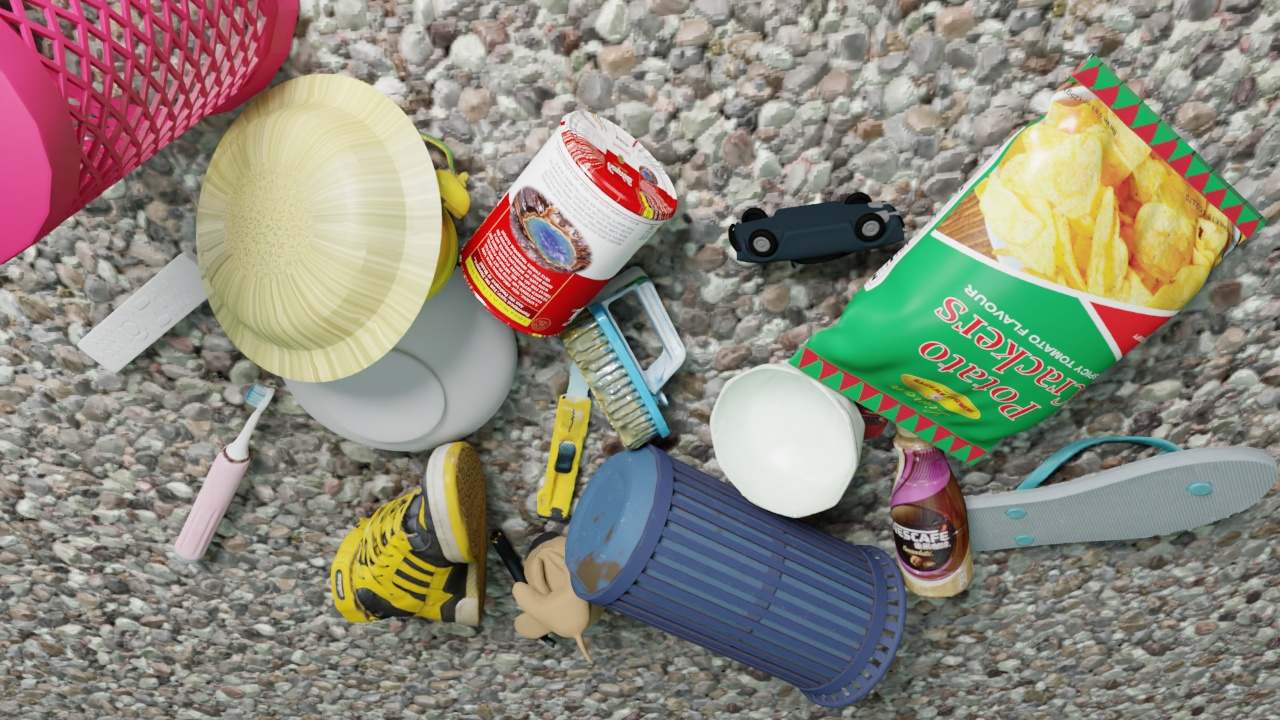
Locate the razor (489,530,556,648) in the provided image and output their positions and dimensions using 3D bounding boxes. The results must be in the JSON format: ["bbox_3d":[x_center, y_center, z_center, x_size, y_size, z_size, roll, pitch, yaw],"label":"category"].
[{"bbox_3d":[-0.109,0.209,0.852,0.043,0.022,0.144,17,135,39],"label":"razor"}]

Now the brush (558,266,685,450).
[{"bbox_3d":[-0.004,0.004,0.668,0.075,0.055,0.136,-29,125,-2],"label":"brush"}]

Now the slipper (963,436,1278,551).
[{"bbox_3d":[0.368,0.111,0.762,0.269,0.054,0.098,-18,130,28],"label":"slipper"}]

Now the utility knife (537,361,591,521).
[{"bbox_3d":[-0.061,0.066,0.742,0.030,0.017,0.191,3,126,-14],"label":"utility knife"}]

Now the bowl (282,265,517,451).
[{"bbox_3d":[-0.180,0.007,0.660,0.176,0.066,0.177,0,128,0],"label":"bowl"}]

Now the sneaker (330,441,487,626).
[{"bbox_3d":[-0.190,0.143,0.744,0.122,0.085,0.239,2,139,-4],"label":"sneaker"}]

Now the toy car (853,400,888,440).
[{"bbox_3d":[0.175,0.025,0.697,0.042,0.036,0.091,4,134,-4],"label":"toy car"}]

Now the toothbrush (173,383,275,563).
[{"bbox_3d":[-0.343,0.095,0.757,0.026,0.027,0.223,24,124,-21],"label":"toothbrush"}]

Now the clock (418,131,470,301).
[{"bbox_3d":[-0.156,-0.087,0.582,0.083,0.057,0.118,21,91,-1],"label":"clock"}]

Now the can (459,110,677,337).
[{"bbox_3d":[-0.046,-0.083,0.575,0.086,0.086,0.117,32,122,-23],"label":"can"}]

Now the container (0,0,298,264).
[{"bbox_3d":[-0.287,-0.155,0.430,0.183,0.225,0.183,0,128,0],"label":"container"}]

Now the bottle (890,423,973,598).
[{"bbox_3d":[0.229,0.109,0.735,0.060,0.059,0.166,-10,111,8],"label":"bottle"}]

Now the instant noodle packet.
[{"bbox_3d":[0.251,-0.044,0.603,0.195,0.090,0.253,27,120,-26],"label":"instant noodle packet"}]

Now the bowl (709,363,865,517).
[{"bbox_3d":[0.117,0.052,0.687,0.118,0.061,0.117,12,113,32],"label":"bowl"}]

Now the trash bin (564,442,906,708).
[{"bbox_3d":[0.071,0.169,0.735,0.249,0.139,0.140,28,123,-20],"label":"trash bin"}]

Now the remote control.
[{"bbox_3d":[-0.354,-0.034,0.661,0.131,0.012,0.033,-31,120,22],"label":"remote control"}]

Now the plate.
[{"bbox_3d":[-0.205,-0.079,0.537,0.185,0.036,0.184,0,91,22],"label":"plate"}]

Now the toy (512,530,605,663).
[{"bbox_3d":[-0.063,0.200,0.790,0.134,0.108,0.106,-28,88,1],"label":"toy"}]

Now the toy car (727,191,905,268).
[{"bbox_3d":[0.114,-0.083,0.602,0.112,0.046,0.034,-8,123,4],"label":"toy car"}]
